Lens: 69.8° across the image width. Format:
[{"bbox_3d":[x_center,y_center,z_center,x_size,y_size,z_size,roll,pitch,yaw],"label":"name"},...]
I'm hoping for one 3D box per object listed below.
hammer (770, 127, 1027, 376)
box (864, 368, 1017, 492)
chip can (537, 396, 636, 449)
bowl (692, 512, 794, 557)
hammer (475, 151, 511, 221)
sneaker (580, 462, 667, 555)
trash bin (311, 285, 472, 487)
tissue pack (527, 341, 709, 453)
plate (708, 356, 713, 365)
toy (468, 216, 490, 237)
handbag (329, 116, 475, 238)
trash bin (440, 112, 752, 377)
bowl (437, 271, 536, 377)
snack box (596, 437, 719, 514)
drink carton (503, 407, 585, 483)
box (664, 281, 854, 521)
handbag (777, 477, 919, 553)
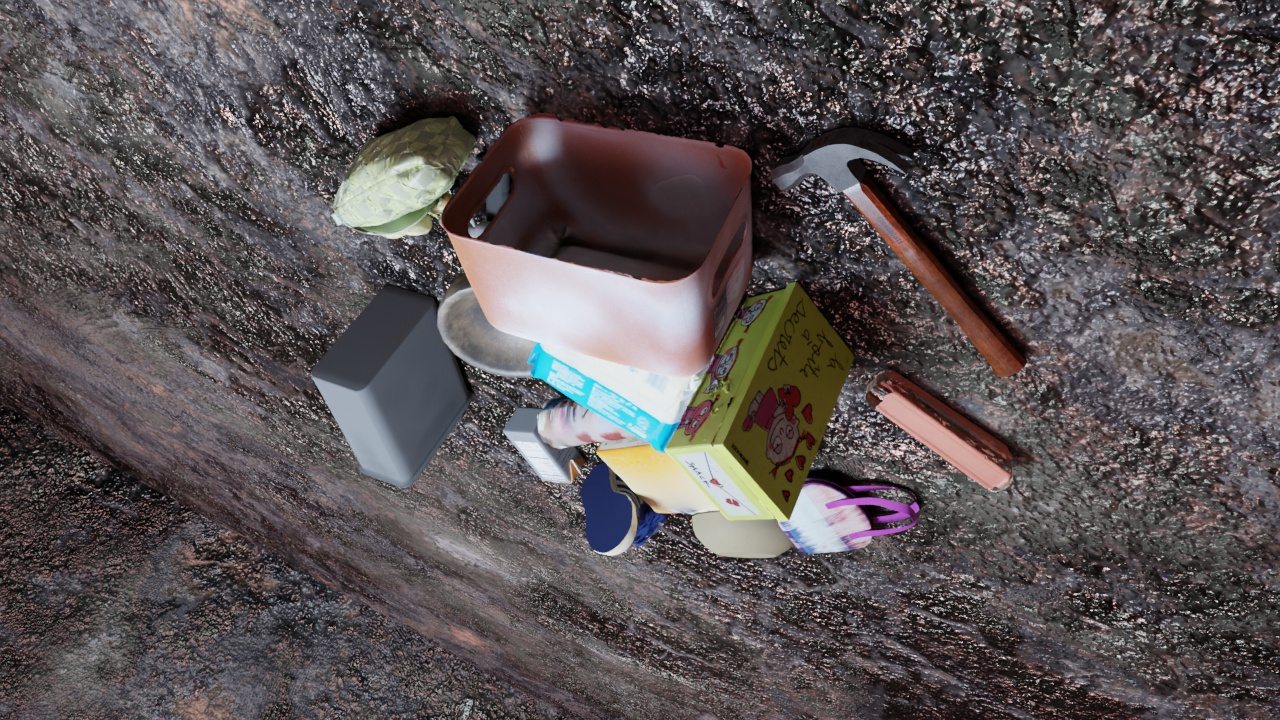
[{"bbox_3d":[0.254,-0.089,0.828,0.300,0.028,0.111,43,146,-20],"label":"hammer"},{"bbox_3d":[0.319,0.076,0.981,0.187,0.058,0.060,34,179,-3],"label":"box"},{"bbox_3d":[-0.043,0.073,1.225,0.230,0.079,0.080,-13,128,45],"label":"chip can"},{"bbox_3d":[0.147,0.245,1.271,0.152,0.050,0.152,3,163,1],"label":"bowl"},{"bbox_3d":[-0.169,-0.121,1.110,0.127,0.029,0.324,23,145,9],"label":"hammer"},{"bbox_3d":[-0.011,0.244,1.346,0.118,0.091,0.233,39,-176,-21],"label":"sneaker"},{"bbox_3d":[-0.346,0.038,1.309,0.098,0.191,0.220,16,143,20],"label":"trash bin"},{"bbox_3d":[-0.019,0.008,0.992,0.209,0.065,0.117,31,121,15],"label":"tissue pack"},{"bbox_3d":[0.004,-0.052,1.077,0.187,0.016,0.187,22,146,11],"label":"plate"},{"bbox_3d":[-0.175,-0.144,1.037,0.112,0.030,0.049,6,124,38],"label":"toy"},{"bbox_3d":[-0.247,-0.190,1.002,0.187,0.113,0.117,-7,140,41],"label":"handbag"},{"bbox_3d":[-0.033,-0.109,0.885,0.260,0.181,0.157,15,146,20],"label":"trash bin"},{"bbox_3d":[-0.154,-0.056,1.090,0.162,0.070,0.162,5,140,4],"label":"bowl"},{"bbox_3d":[0.055,0.143,1.240,0.196,0.080,0.145,-13,129,46],"label":"snack box"},{"bbox_3d":[-0.147,0.132,1.407,0.076,0.048,0.125,1,137,37],"label":"drink carton"},{"bbox_3d":[0.127,0.040,0.926,0.082,0.220,0.124,-10,128,47],"label":"box"},{"bbox_3d":[0.270,0.193,1.171,0.170,0.067,0.144,-13,129,38],"label":"handbag"}]
